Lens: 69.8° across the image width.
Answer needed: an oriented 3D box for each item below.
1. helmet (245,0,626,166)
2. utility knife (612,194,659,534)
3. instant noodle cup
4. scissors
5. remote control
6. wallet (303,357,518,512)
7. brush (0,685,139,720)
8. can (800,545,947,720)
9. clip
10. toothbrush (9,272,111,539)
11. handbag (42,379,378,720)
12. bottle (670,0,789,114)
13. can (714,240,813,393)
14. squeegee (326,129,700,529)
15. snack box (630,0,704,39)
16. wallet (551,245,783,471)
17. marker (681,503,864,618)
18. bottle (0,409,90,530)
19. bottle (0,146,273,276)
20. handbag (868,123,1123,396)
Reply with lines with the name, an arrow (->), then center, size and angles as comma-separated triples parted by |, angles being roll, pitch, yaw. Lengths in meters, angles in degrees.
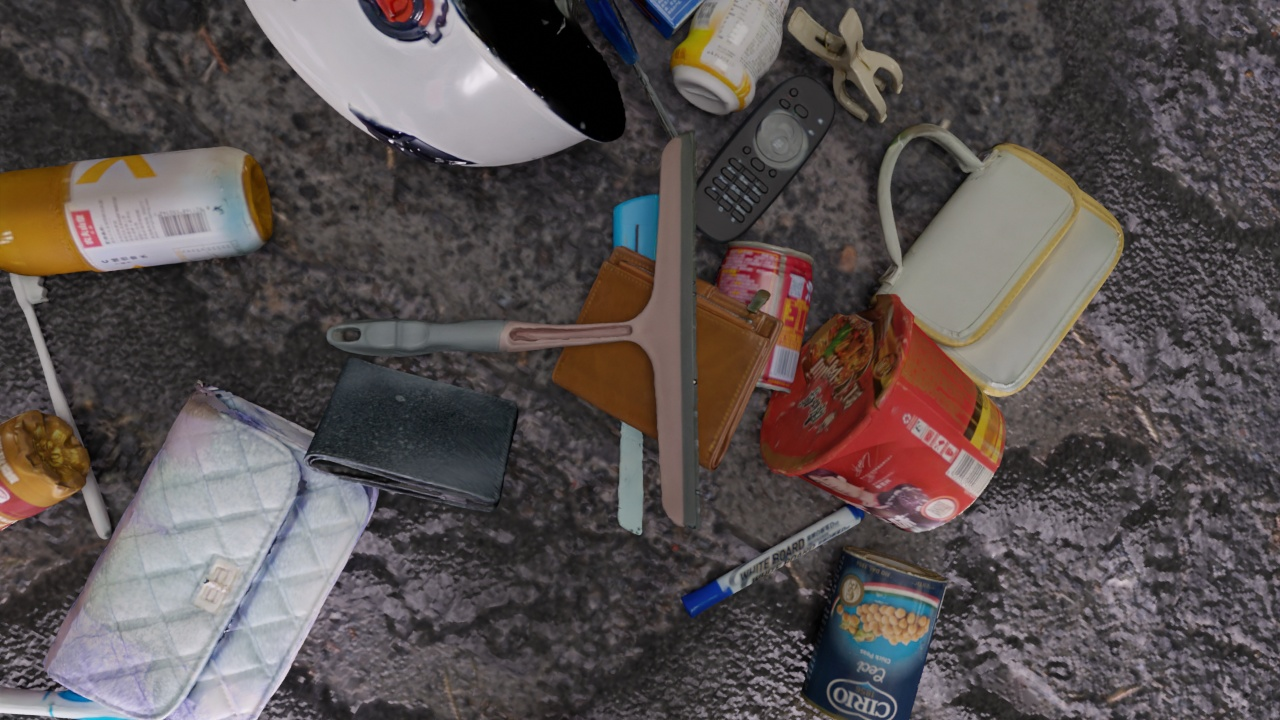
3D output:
helmet -> -0.138, -0.220, 0.528 | 0.157, 0.229, 0.274 | -23, 105, 20
utility knife -> -0.004, 0.004, 0.640 | 0.034, 0.018, 0.238 | 0, 93, -9
instant noodle cup -> 0.163, 0.044, 0.611 | 0.108, 0.138, 0.138 | 35, 86, -16
scissors -> -0.006, -0.198, 0.599 | 0.012, 0.164, 0.162 | -27, 67, 13
remote control -> 0.083, -0.140, 0.645 | 0.053, 0.024, 0.136 | 40, 84, -6
wallet -> -0.141, 0.045, 0.588 | 0.121, 0.097, 0.019 | 16, 128, -10
brush -> -0.408, 0.222, 0.570 | 0.314, 0.060, 0.109 | 27, 84, -11
can -> 0.163, 0.192, 0.640 | 0.075, 0.075, 0.111 | 16, 88, -9
clip -> 0.146, -0.205, 0.628 | 0.100, 0.071, 0.034 | 35, 85, -42
toothbrush -> -0.367, 0.028, 0.587 | 0.016, 0.016, 0.180 | -17, 93, -14
handbag -> -0.261, 0.128, 0.575 | 0.134, 0.075, 0.194 | 28, 87, -8
bottle -> 0.067, -0.223, 0.621 | 0.063, 0.063, 0.108 | 30, 86, -8
can -> 0.079, -0.029, 0.626 | 0.066, 0.066, 0.094 | 12, 90, -9
squeegee -> -0.083, -0.018, 0.597 | 0.250, 0.040, 0.247 | -1, 82, 11
snack box -> -0.005, -0.308, 0.626 | 0.157, 0.026, 0.084 | 45, 85, -7
wallet -> 0.017, -0.010, 0.597 | 0.131, 0.035, 0.119 | 28, 96, 24
marker -> 0.096, 0.142, 0.658 | 0.145, 0.017, 0.017 | -28, 95, -7
bottle -> -0.426, 0.093, 0.552 | 0.175, 0.057, 0.057 | -28, 95, 2
bottle -> -0.330, -0.089, 0.563 | 0.189, 0.068, 0.068 | -8, 92, -8
handbag -> 0.234, -0.081, 0.652 | 0.178, 0.063, 0.163 | 41, 82, -4
